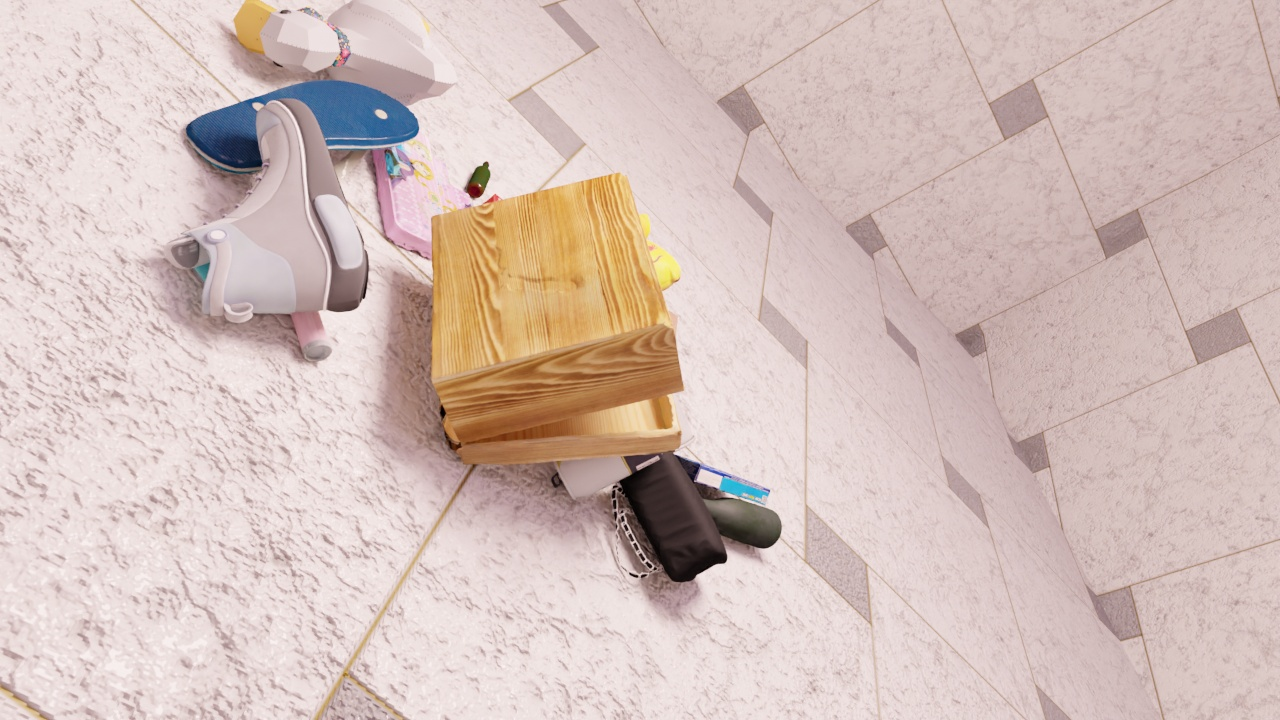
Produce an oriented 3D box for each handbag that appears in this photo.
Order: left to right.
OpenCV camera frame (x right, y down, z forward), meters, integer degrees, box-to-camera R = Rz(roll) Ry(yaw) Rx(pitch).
[{"bbox_3d":[0.025,0.189,1.062,0.153,0.115,0.125,57,2,24],"label":"handbag"}]

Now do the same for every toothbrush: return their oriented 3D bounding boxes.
[{"bbox_3d":[-0.342,-0.094,0.891,0.222,0.026,0.027,62,6,26],"label":"toothbrush"}]

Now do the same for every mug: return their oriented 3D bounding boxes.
[{"bbox_3d":[0.007,0.089,1.145,0.113,0.084,0.070,-24,93,-30],"label":"mug"}]

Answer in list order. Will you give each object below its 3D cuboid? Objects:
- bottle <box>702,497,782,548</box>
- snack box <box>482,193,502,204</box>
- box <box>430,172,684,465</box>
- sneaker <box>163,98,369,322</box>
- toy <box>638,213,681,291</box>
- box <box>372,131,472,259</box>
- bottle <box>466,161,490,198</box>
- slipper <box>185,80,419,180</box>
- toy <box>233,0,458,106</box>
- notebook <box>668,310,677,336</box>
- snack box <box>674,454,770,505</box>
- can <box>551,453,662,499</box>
[{"bbox_3d":[0.113,0.203,1.197,0.174,0.055,0.055,25,34,-40],"label":"bottle"},{"bbox_3d":[-0.126,-0.105,1.205,0.236,0.060,0.113,37,28,-38],"label":"snack box"},{"bbox_3d":[-0.099,-0.037,0.978,0.278,0.247,0.176,-104,-177,-45],"label":"box"},{"bbox_3d":[-0.359,-0.143,0.848,0.160,0.093,0.256,-13,59,-31],"label":"sneaker"},{"bbox_3d":[-0.035,-0.171,1.449,0.134,0.088,0.193,-24,64,-20],"label":"toy"},{"bbox_3d":[-0.266,-0.210,1.182,0.159,0.035,0.230,25,35,-43],"label":"box"},{"bbox_3d":[-0.231,-0.266,1.329,0.025,0.025,0.105,39,27,-22],"label":"bottle"},{"bbox_3d":[-0.376,-0.253,1.033,0.118,0.060,0.293,46,37,5],"label":"slipper"},{"bbox_3d":[-0.350,-0.391,1.163,0.247,0.141,0.267,20,21,5],"label":"toy"},{"bbox_3d":[-0.007,0.007,1.221,0.141,0.008,0.208,28,58,-39],"label":"notebook"},{"bbox_3d":[0.097,0.155,1.215,0.150,0.027,0.082,23,-7,-43],"label":"snack box"},{"bbox_3d":[-0.041,0.104,1.003,0.064,0.127,0.064,63,-3,6],"label":"can"}]
